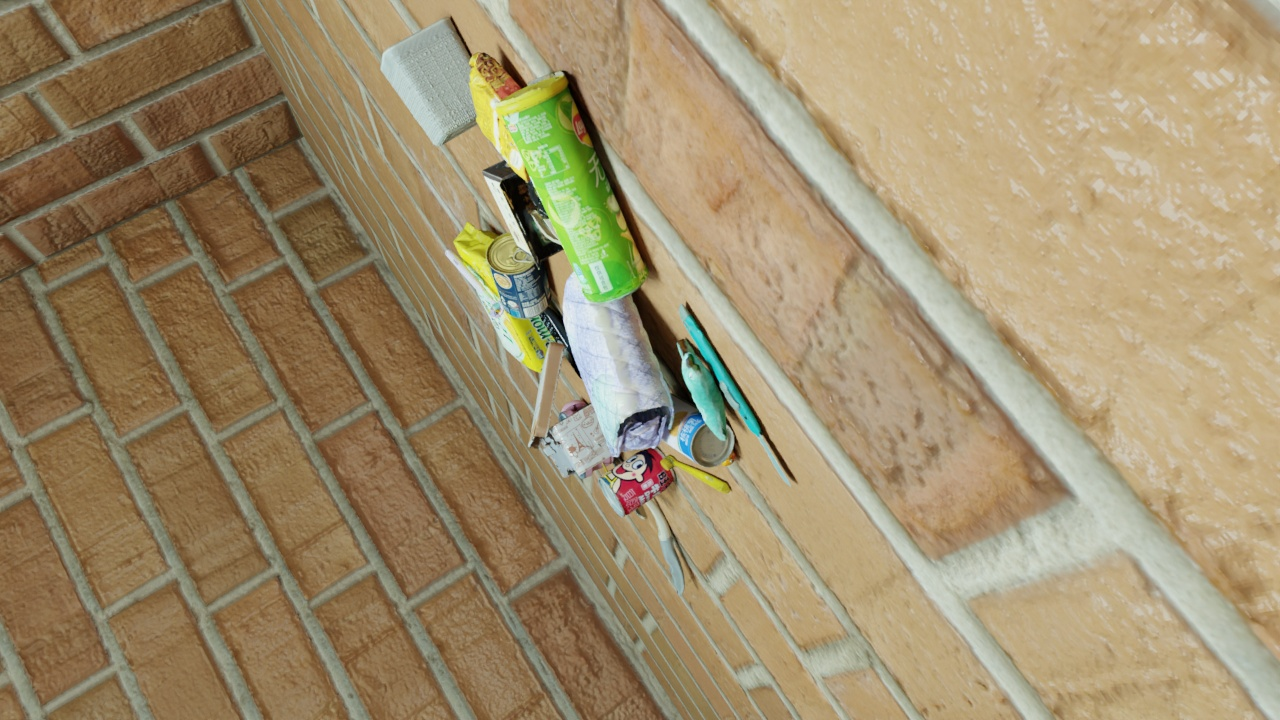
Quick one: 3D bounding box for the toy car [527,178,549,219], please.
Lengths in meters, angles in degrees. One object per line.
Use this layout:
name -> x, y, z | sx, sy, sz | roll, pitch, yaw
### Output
toy car -> -0.076, -0.160, 1.008 | 0.122, 0.037, 0.056 | 42, 165, 12

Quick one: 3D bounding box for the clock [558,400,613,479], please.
clock -> -0.096, 0.129, 1.545 | 0.158, 0.059, 0.117 | -148, 43, -64

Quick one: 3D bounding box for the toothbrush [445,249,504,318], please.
toothbrush -> -0.262, -0.125, 1.430 | 0.021, 0.029, 0.189 | 19, -160, -48

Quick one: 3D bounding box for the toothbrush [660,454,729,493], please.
toothbrush -> 0.067, 0.147, 1.180 | 0.016, 0.016, 0.190 | 62, 164, -14

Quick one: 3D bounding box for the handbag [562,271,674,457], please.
handbag -> -0.025, -0.001, 1.008 | 0.134, 0.075, 0.193 | 102, 150, -62

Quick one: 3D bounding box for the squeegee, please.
squeegee -> 0.033, 0.288, 1.516 | 0.247, 0.039, 0.246 | 65, 176, -20

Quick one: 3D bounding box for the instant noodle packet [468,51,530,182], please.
instant noodle packet -> -0.145, -0.263, 1.008 | 0.110, 0.044, 0.128 | 54, 167, 8

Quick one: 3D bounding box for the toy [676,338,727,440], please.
toy -> 0.062, 0.024, 0.932 | 0.092, 0.030, 0.096 | 67, 180, -46

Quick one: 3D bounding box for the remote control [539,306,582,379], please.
remote control -> -0.116, -0.034, 1.393 | 0.136, 0.024, 0.053 | 57, 163, 0

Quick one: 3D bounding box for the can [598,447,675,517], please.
can -> -0.004, 0.170, 1.303 | 0.066, 0.093, 0.067 | 52, 163, 22

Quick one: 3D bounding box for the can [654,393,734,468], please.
can -> 0.049, 0.074, 1.027 | 0.135, 0.053, 0.053 | 28, 146, 62

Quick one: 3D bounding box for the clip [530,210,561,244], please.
clip -> -0.091, -0.147, 1.086 | 0.083, 0.034, 0.104 | 30, 156, 54

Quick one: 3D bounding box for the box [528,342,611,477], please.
box -> -0.101, 0.063, 1.299 | 0.178, 0.152, 0.183 | 61, 165, 1

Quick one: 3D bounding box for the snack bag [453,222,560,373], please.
snack bag -> -0.205, -0.097, 1.468 | 0.158, 0.068, 0.247 | 33, 149, 55

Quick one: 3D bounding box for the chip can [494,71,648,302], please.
chip can -> -0.062, -0.160, 0.889 | 0.072, 0.072, 0.221 | 30, 148, 60

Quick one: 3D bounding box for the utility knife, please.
utility knife -> 0.091, 0.035, 0.895 | 0.207, 0.013, 0.029 | 58, 170, 2

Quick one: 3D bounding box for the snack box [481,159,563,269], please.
snack box -> -0.143, -0.183, 1.129 | 0.126, 0.053, 0.113 | 35, 152, 61

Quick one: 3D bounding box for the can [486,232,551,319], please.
can -> -0.171, -0.119, 1.304 | 0.075, 0.075, 0.111 | 50, 163, 29

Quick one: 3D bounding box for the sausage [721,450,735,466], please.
sausage -> 0.066, 0.091, 1.066 | 0.165, 0.021, 0.021 | 27, 146, 63

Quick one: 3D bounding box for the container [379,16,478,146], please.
container -> -0.240, -0.328, 1.098 | 0.114, 0.090, 0.090 | 59, 166, -12
